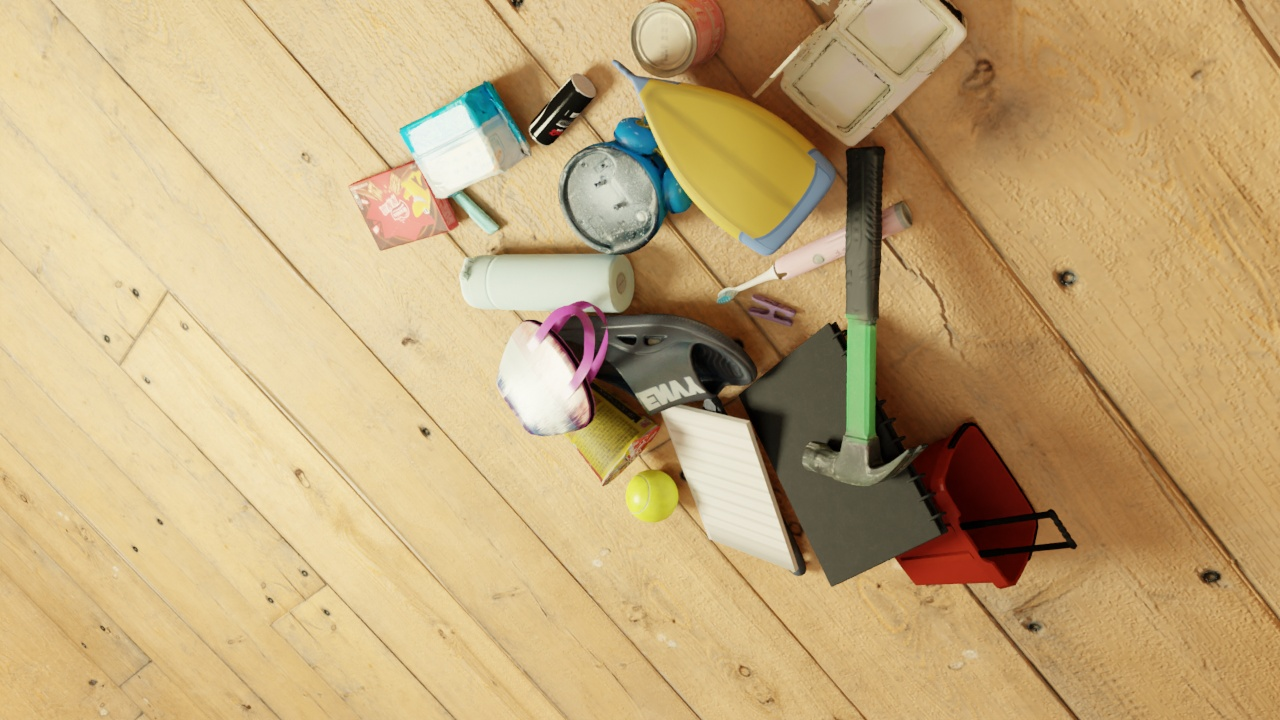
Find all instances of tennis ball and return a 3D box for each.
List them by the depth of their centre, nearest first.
[{"bbox_3d":[0.014,0.168,1.137,0.065,0.065,0.065,13,123,20],"label":"tennis ball"}]

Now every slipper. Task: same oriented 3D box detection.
[{"bbox_3d":[-0.006,0.006,1.019,0.269,0.083,0.111,6,149,29],"label":"slipper"}]

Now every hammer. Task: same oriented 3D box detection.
[{"bbox_3d":[0.209,-0.037,0.862,0.130,0.032,0.319,11,106,52],"label":"hammer"}]

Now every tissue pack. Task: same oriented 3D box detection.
[{"bbox_3d":[-0.190,-0.239,1.003,0.145,0.061,0.093,-14,112,36],"label":"tissue pack"}]

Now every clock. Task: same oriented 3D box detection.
[{"bbox_3d":[-0.009,-0.181,0.946,0.162,0.060,0.117,-29,101,35],"label":"clock"}]

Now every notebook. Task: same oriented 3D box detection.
[{"bbox_3d":[0.202,0.097,0.944,0.170,0.019,0.231,-45,63,46],"label":"notebook"},{"bbox_3d":[0.101,0.146,1.072,0.143,0.009,0.210,11,130,48],"label":"notebook"}]

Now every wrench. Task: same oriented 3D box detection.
[{"bbox_3d":[0.136,0.151,1.072,0.073,0.022,0.273,9,134,53],"label":"wrench"}]

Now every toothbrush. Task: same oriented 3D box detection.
[{"bbox_3d":[0.167,-0.101,0.921,0.223,0.026,0.027,-24,114,36],"label":"toothbrush"}]

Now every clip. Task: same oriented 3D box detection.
[{"bbox_3d":[0.140,-0.054,0.973,0.052,0.013,0.036,19,126,14],"label":"clip"}]

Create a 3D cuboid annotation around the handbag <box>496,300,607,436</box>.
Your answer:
[{"bbox_3d":[-0.087,-0.001,1.000,0.144,0.067,0.170,54,137,15],"label":"handbag"}]

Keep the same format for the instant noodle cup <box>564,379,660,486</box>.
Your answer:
[{"bbox_3d":[-0.050,0.078,1.106,0.112,0.100,0.101,42,129,11],"label":"instant noodle cup"}]

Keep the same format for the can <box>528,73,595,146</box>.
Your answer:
[{"bbox_3d":[-0.082,-0.259,0.953,0.031,0.031,0.081,48,128,-6],"label":"can"}]

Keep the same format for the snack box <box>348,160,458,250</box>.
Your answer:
[{"bbox_3d":[-0.286,-0.186,1.102,0.133,0.021,0.089,-8,115,37],"label":"snack box"}]

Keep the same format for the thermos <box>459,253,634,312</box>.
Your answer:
[{"bbox_3d":[-0.112,-0.089,1.050,0.207,0.065,0.078,2,159,26],"label":"thermos"}]

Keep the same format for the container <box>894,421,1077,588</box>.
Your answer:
[{"bbox_3d":[0.341,0.146,0.915,0.201,0.126,0.148,-26,103,46],"label":"container"}]

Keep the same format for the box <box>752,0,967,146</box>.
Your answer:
[{"bbox_3d":[0.165,-0.264,0.764,0.186,0.100,0.145,25,132,-21],"label":"box"}]

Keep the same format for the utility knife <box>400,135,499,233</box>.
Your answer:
[{"bbox_3d":[-0.226,-0.204,1.072,0.158,0.015,0.022,44,149,-2],"label":"utility knife"}]

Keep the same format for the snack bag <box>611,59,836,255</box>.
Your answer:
[{"bbox_3d":[0.066,-0.194,0.823,0.205,0.158,0.102,39,103,-1],"label":"snack bag"}]

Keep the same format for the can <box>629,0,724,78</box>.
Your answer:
[{"bbox_3d":[0.035,-0.300,0.840,0.067,0.076,0.067,13,123,20],"label":"can"}]
